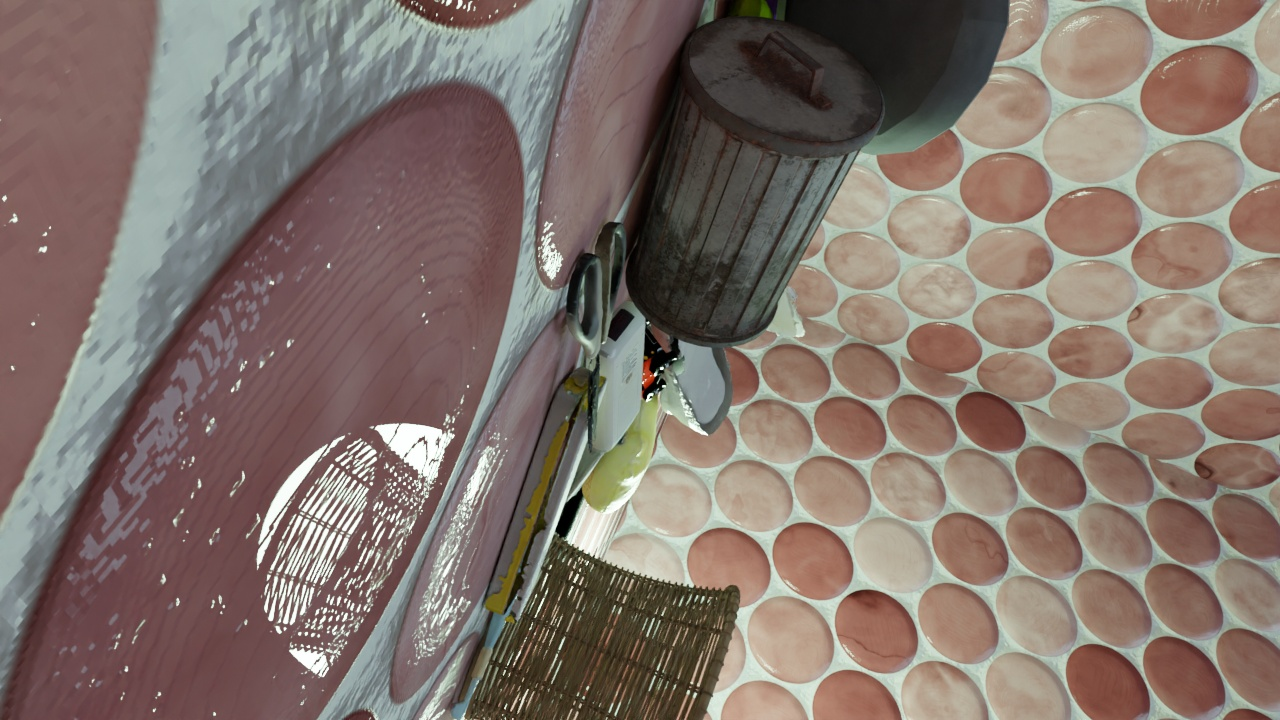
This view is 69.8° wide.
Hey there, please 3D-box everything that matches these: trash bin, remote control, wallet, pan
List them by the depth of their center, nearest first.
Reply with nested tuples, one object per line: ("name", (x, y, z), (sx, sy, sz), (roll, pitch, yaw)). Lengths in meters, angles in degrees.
("trash bin", (0.070, -0.121, 0.630), (0.212, 0.131, 0.130), (110, 5, -50))
("pan", (0.118, -0.189, 0.686), (0.358, 0.041, 0.178), (-46, -122, 50))
("remote control", (-0.020, 0.017, 0.746), (0.060, 0.025, 0.139), (-53, 158, -35))
("wallet", (-0.051, 0.087, 0.865), (0.086, 0.032, 0.116), (-57, 179, 6))
("remote control", (-0.075, 0.168, 1.019), (0.151, 0.020, 0.041), (-62, 174, -59))

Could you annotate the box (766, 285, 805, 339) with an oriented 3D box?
("box", (0.095, -0.103, 0.828), (0.083, 0.111, 0.191), (-20, 117, -27))

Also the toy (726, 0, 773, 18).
("toy", (0.081, -0.251, 0.716), (0.093, 0.036, 0.094), (-50, 159, -54))

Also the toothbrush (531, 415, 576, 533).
("toothbrush", (-0.058, 0.073, 0.787), (0.016, 0.016, 0.167), (-8, 121, -84))

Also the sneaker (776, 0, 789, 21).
("sneaker", (0.190, -0.314, 0.693), (0.120, 0.127, 0.295), (-31, 139, -39))

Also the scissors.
("scissors", (-0.024, -0.014, 0.588), (0.170, 0.012, 0.131), (71, 37, -64))

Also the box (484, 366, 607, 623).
("box", (-0.072, 0.103, 0.689), (0.064, 0.033, 0.210), (-61, 173, -67))

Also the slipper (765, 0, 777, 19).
("slipper", (0.129, -0.279, 0.816), (0.267, 0.084, 0.107), (107, 7, -49))

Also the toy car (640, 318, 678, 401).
("toy car", (-0.005, 0.005, 0.820), (0.048, 0.051, 0.100), (-30, 163, -20))

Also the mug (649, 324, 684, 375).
("mug", (0.030, -0.028, 1.001), (0.118, 0.085, 0.100), (-9, 140, -49))

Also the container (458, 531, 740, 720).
("container", (-0.040, 0.282, 0.860), (0.227, 0.196, 0.227), (25, 87, -85))

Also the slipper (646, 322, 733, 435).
("slipper", (0.042, -0.016, 0.902), (0.247, 0.075, 0.112), (73, 33, -54))

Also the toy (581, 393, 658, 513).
("toy", (-0.020, 0.084, 0.975), (0.155, 0.064, 0.170), (-126, -127, -78))

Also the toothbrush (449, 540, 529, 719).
("toothbrush", (-0.123, 0.223, 0.767), (0.022, 0.016, 0.155), (50, 61, -74))
